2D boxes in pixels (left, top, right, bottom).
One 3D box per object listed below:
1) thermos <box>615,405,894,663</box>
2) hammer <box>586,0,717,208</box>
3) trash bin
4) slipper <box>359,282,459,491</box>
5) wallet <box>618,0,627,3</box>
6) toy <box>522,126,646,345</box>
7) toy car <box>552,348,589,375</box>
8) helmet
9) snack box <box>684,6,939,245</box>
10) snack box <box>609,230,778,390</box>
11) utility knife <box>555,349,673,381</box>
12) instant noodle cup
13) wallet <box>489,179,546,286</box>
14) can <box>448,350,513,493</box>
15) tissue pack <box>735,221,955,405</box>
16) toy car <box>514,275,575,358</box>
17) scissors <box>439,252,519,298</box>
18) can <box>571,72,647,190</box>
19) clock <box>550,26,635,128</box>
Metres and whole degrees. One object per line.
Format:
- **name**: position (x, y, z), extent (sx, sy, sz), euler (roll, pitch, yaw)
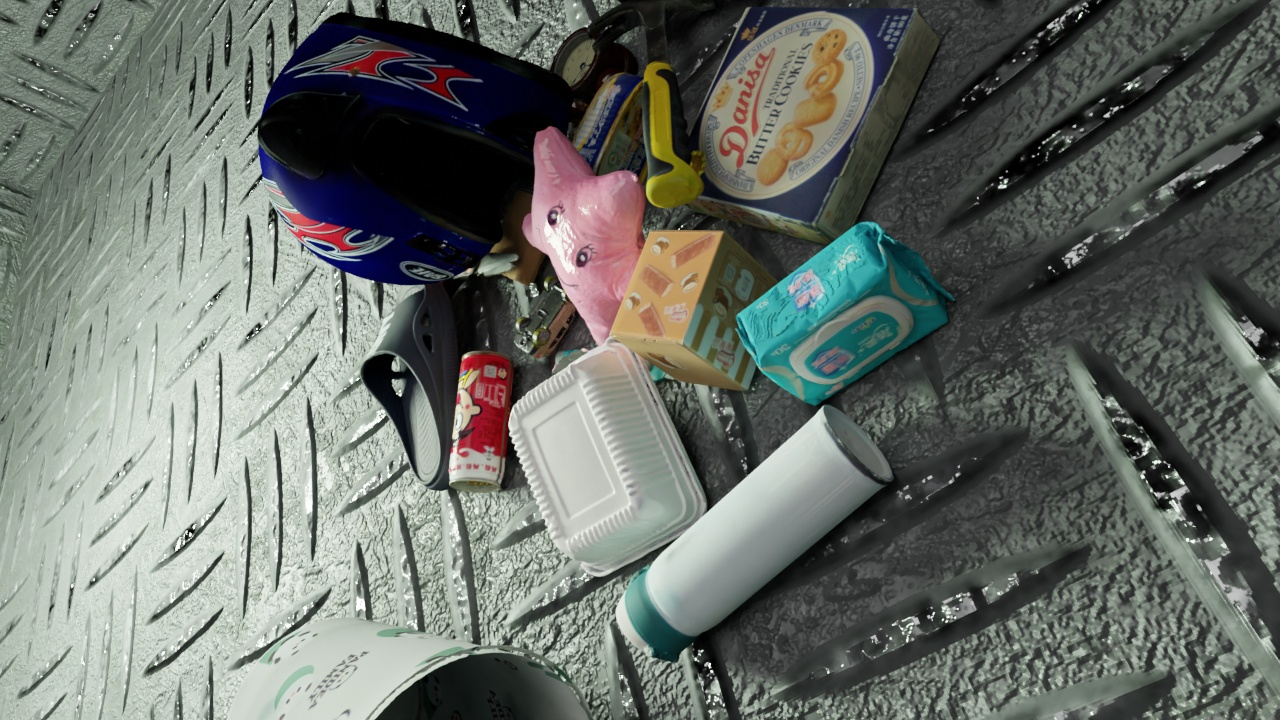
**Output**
- **thermos**: position (0.071, 0.127, 0.651), extent (0.225, 0.073, 0.073), euler (-45, 47, 20)
- **hammer**: position (0.015, -0.240, 0.801), extent (0.126, 0.032, 0.322), euler (-12, 46, 10)
- **trash bin**: position (-0.197, 0.317, 0.724), extent (0.252, 0.229, 0.229), euler (-2, 71, 49)
- **slipper**: position (-0.248, 0.012, 0.983), extent (0.111, 0.083, 0.267), euler (-46, 49, 39)
- **wallet**: position (0.026, -0.396, 0.902), extent (0.122, 0.096, 0.020), euler (-46, 60, 20)
- **toy**: position (-0.043, -0.118, 0.800), extent (0.194, 0.074, 0.179), euler (58, 144, 10)
- **toy car**: position (-0.048, 0.048, 0.820), extent (0.056, 0.037, 0.122), euler (-26, 59, 29)
- **helmet**: position (-0.233, -0.194, 0.923), extent (0.316, 0.247, 0.240), euler (19, 95, 29)
- **snack box**: position (0.125, -0.198, 0.756), extent (0.183, 0.045, 0.178), euler (24, 89, 46)
- **snack box**: position (0.045, -0.040, 0.721), extent (0.077, 0.092, 0.094), euler (8, 72, 42)
- **utility knife**: position (-0.005, 0.005, 0.815), extent (0.224, 0.013, 0.029), euler (2, 72, 44)
- **instant noodle cup**: position (-0.040, 0.079, 0.746), extent (0.138, 0.060, 0.173), euler (-33, 70, 28)
- **wallet**: position (-0.118, -0.141, 0.977), extent (0.090, 0.033, 0.115), euler (27, 93, 49)
- **can**: position (-0.157, 0.061, 0.908), extent (0.053, 0.053, 0.132), euler (-16, 62, 39)
- **tissue pack**: position (0.141, -0.030, 0.633), extent (0.134, 0.093, 0.050), euler (-38, 45, 26)
- **toy car**: position (-0.087, -0.045, 0.901), extent (0.042, 0.035, 0.090), euler (32, 90, 45)
- **scissors**: position (-0.185, -0.117, 1.008), extent (0.236, 0.021, 0.142), euler (-26, 50, 46)
- **can**: position (-0.021, -0.203, 0.879), extent (0.049, 0.074, 0.148), euler (23, 87, 44)
- **clock**: position (-0.049, -0.292, 0.958), extent (0.082, 0.055, 0.121), euler (-30, 56, 32)
